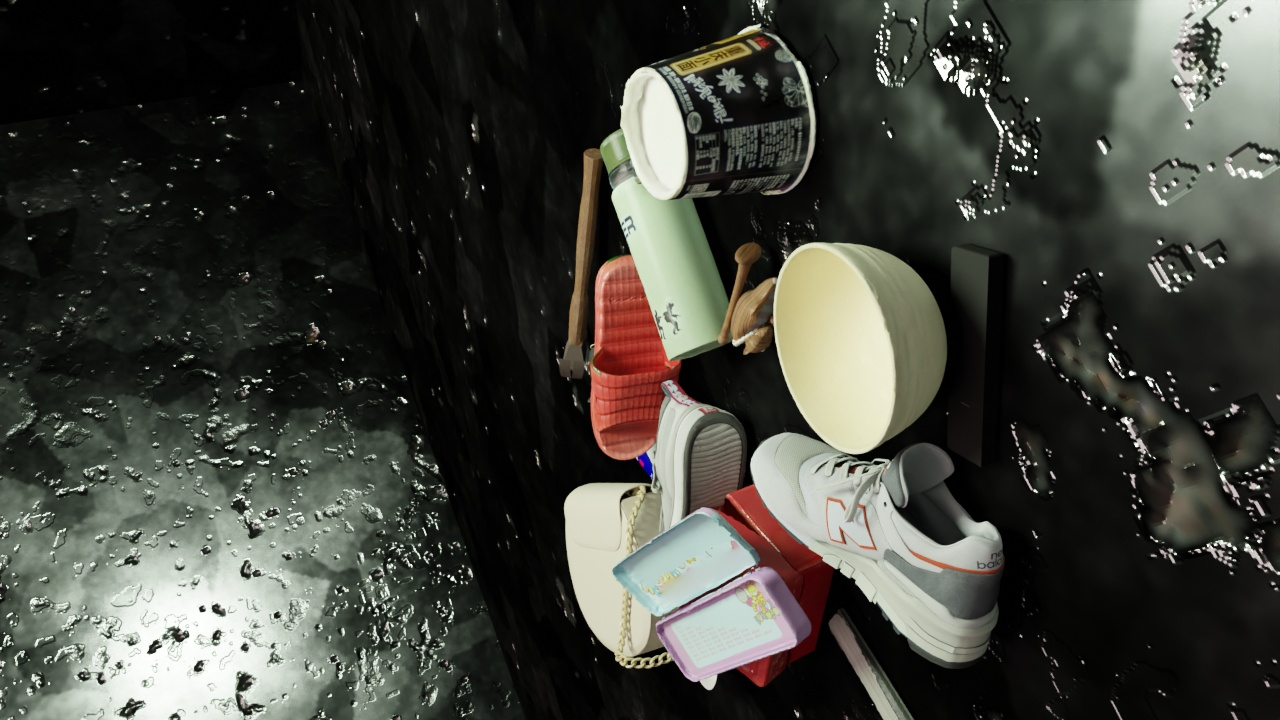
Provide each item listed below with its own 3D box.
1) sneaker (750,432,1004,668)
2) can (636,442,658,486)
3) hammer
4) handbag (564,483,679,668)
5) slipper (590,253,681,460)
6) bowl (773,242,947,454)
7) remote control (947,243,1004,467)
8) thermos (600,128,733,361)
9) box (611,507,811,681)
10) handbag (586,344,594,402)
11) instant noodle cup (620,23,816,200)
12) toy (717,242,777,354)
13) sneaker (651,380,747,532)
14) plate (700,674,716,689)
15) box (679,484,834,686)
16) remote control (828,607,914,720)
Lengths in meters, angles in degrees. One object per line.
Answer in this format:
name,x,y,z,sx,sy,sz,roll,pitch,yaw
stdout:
sneaker,0.185,0.106,0.698,0.240,0.088,0.124,45,141,34
can,0.013,0.121,1.163,0.095,0.032,0.032,49,148,45
hammer,-0.073,-0.114,1.169,0.115,0.033,0.324,-85,3,-53
handbag,-0.025,0.258,1.141,0.211,0.103,0.208,-13,87,60
slipper,-0.006,0.006,1.038,0.059,0.103,0.249,-121,29,-64
bowl,0.164,-0.015,0.650,0.151,0.075,0.150,166,90,-72
remote control,0.222,-0.002,0.611,0.034,0.013,0.150,-140,39,-60
thermos,0.025,-0.120,0.903,0.082,0.082,0.231,-32,75,67
box,0.059,0.228,0.883,0.151,0.034,0.215,50,143,5
handbag,-0.042,0.005,1.185,0.129,0.054,0.079,131,124,-67
instant noodle cup,0.056,-0.191,0.737,0.137,0.112,0.137,48,147,45
toy,0.101,-0.049,0.822,0.055,0.041,0.102,25,129,15
sneaker,0.055,0.149,1.018,0.128,0.096,0.263,-129,31,-57
plate,0.060,0.315,1.149,0.189,0.016,0.188,172,91,-78
box,0.121,0.221,0.920,0.134,0.110,0.158,38,137,37
remote control,0.215,0.292,0.837,0.136,0.013,0.033,61,154,31
